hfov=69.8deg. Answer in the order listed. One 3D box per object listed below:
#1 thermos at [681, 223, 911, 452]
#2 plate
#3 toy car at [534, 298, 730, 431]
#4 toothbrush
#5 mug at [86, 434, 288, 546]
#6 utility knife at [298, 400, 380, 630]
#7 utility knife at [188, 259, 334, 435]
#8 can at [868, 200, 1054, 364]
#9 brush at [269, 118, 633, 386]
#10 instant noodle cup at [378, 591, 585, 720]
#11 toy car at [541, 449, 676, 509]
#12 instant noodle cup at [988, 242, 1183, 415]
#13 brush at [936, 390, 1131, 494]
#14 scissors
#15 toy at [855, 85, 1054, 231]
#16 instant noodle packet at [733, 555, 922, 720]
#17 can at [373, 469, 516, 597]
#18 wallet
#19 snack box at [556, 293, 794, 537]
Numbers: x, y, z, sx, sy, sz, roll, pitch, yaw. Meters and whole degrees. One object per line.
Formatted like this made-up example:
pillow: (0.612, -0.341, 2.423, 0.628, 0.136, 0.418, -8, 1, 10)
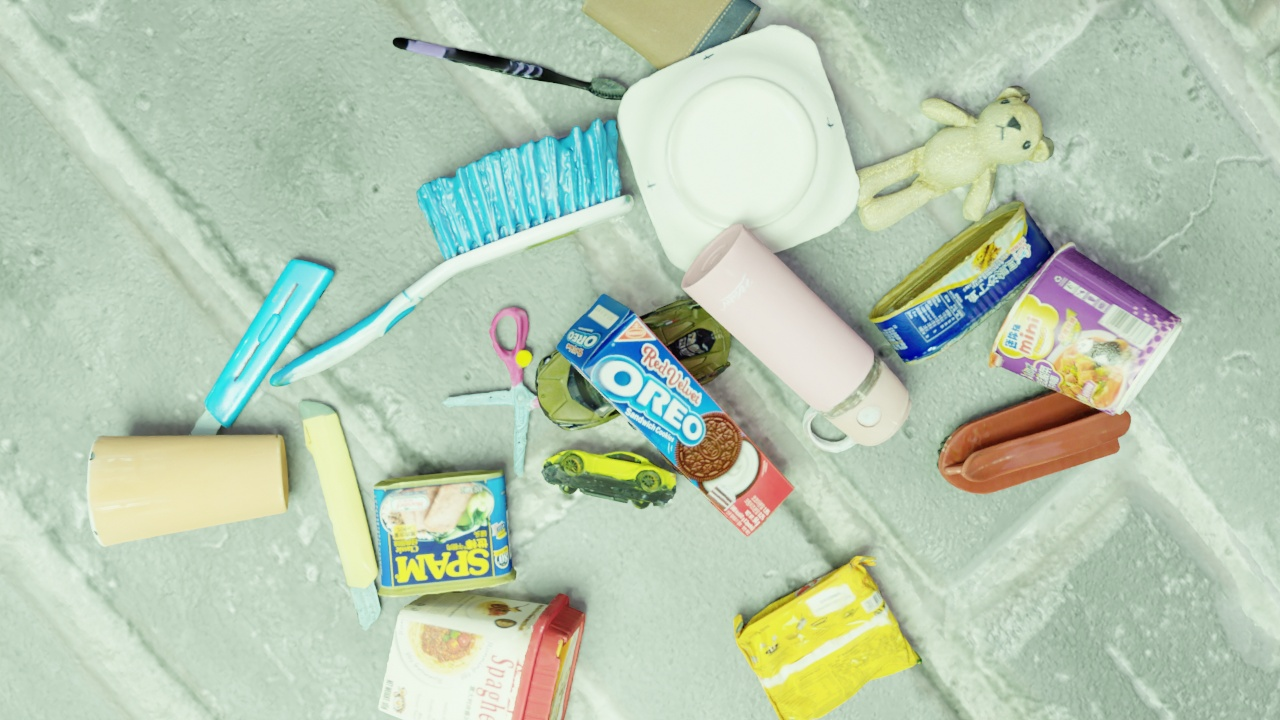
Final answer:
thermos: (0.116, -0.009, 0.703, 0.198, 0.067, 0.087, 42, 113, -16)
plate: (0.075, -0.156, 0.697, 0.164, 0.034, 0.164, -21, 102, 7)
toy car: (-0.004, 0.004, 0.705, 0.158, 0.042, 0.070, -23, 93, -13)
toothbrush: (-0.100, -0.228, 0.714, 0.189, 0.017, 0.014, 12, 90, -3)
mug: (-0.323, 0.089, 0.666, 0.122, 0.078, 0.078, -3, 91, -17)
utility knife: (-0.229, 0.118, 0.706, 0.031, 0.019, 0.183, -14, 86, 0)
utility knife: (-0.296, 0.000, 0.700, 0.034, 0.018, 0.182, 33, 90, -5)
can: (0.251, -0.060, 0.717, 0.148, 0.074, 0.049, -39, 97, -3)
brush: (-0.150, -0.082, 0.696, 0.314, 0.060, 0.109, -20, 96, -2)
instant noodle cup: (-0.115, 0.227, 0.677, 0.124, 0.116, 0.116, 11, 90, 6)
toy car: (-0.024, 0.088, 0.711, 0.105, 0.048, 0.032, 11, 62, -5)
instant noodle cup: (0.337, -0.018, 0.691, 0.099, 0.111, 0.111, 36, 87, 27)
brush: (0.306, 0.065, 0.726, 0.146, 0.069, 0.063, -18, 91, -4)
scissors: (-0.088, 0.025, 0.718, 0.134, 0.017, 0.133, 2, 91, -8)
toy: (0.237, -0.155, 0.719, 0.157, 0.066, 0.105, -26, 86, 12)
instant noodle packet: (0.148, 0.222, 0.728, 0.128, 0.044, 0.111, -29, 100, 0)
can: (-0.149, 0.129, 0.695, 0.102, 0.057, 0.083, -5, 89, -5)
wallet: (0.024, -0.272, 0.716, 0.115, 0.033, 0.090, 36, 85, -4)
snack box: (0.028, 0.043, 0.670, 0.057, 0.058, 0.207, -45, 118, -4)
